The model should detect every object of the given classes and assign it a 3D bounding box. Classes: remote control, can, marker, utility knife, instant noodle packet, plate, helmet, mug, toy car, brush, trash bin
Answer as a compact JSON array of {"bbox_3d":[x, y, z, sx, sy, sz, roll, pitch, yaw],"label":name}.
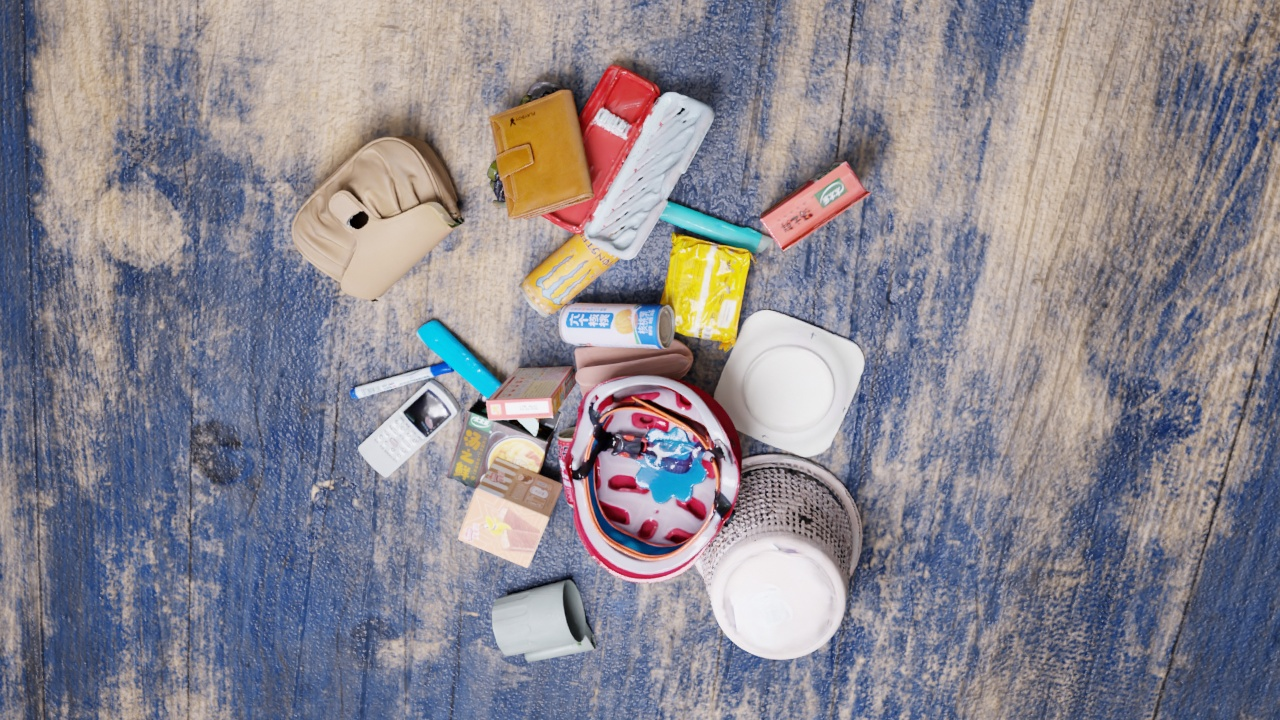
[{"bbox_3d":[-0.308,0.091,1.219,0.150,0.021,0.058,-42,95,14],"label":"remote control"},{"bbox_3d":[-0.070,0.135,1.177,0.066,0.066,0.094,-7,102,8],"label":"can"},{"bbox_3d":[-0.029,-0.043,1.113,0.135,0.053,0.053,3,103,24],"label":"can"},{"bbox_3d":[-0.314,0.026,1.208,0.146,0.017,0.017,-15,100,10],"label":"marker"},{"bbox_3d":[0.074,-0.168,1.119,0.178,0.013,0.029,21,101,1],"label":"utility knife"},{"bbox_3d":[0.076,-0.083,1.123,0.111,0.044,0.128,15,101,10],"label":"instant noodle packet"},{"bbox_3d":[0.183,0.032,1.141,0.164,0.034,0.164,21,104,3],"label":"plate"},{"bbox_3d":[0.025,0.131,1.098,0.207,0.143,0.240,15,102,17],"label":"helmet"},{"bbox_3d":[-0.129,0.360,1.235,0.103,0.083,0.124,-15,125,11],"label":"mug"},{"bbox_3d":[-0.128,-0.258,1.108,0.070,0.042,0.158,28,102,4],"label":"toy car"},{"bbox_3d":[-0.205,0.022,1.173,0.208,0.018,0.034,42,99,9],"label":"utility knife"},{"bbox_3d":[-0.007,0.007,1.138,0.146,0.073,0.063,-7,101,7],"label":"brush"},{"bbox_3d":[0.164,0.249,1.112,0.227,0.192,0.227,2,103,7],"label":"trash bin"},{"bbox_3d":[-0.078,-0.119,1.125,0.146,0.058,0.058,-39,96,13],"label":"can"}]

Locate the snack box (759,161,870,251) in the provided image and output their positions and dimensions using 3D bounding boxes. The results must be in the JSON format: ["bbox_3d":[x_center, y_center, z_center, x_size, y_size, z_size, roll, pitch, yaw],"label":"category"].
[{"bbox_3d":[0.194,-0.178,1.044,0.113,0.127,0.044,-34,97,12],"label":"snack box"}]

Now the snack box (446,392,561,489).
[{"bbox_3d":[-0.178,0.112,1.198,0.113,0.053,0.126,20,109,2],"label":"snack box"}]

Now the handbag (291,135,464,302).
[{"bbox_3d":[-0.323,-0.174,1.121,0.205,0.099,0.148,-38,99,17],"label":"handbag"}]

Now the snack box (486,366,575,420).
[{"bbox_3d":[-0.130,0.037,1.116,0.077,0.155,0.027,-2,103,7],"label":"snack box"}]

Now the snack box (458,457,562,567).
[{"bbox_3d":[-0.160,0.188,1.141,0.094,0.092,0.077,22,110,-1],"label":"snack box"}]

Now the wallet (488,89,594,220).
[{"bbox_3d":[-0.120,-0.234,1.065,0.119,0.035,0.130,-14,81,12],"label":"wallet"}]

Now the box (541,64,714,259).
[{"bbox_3d":[-0.021,-0.230,1.068,0.161,0.050,0.201,30,92,21],"label":"box"}]
